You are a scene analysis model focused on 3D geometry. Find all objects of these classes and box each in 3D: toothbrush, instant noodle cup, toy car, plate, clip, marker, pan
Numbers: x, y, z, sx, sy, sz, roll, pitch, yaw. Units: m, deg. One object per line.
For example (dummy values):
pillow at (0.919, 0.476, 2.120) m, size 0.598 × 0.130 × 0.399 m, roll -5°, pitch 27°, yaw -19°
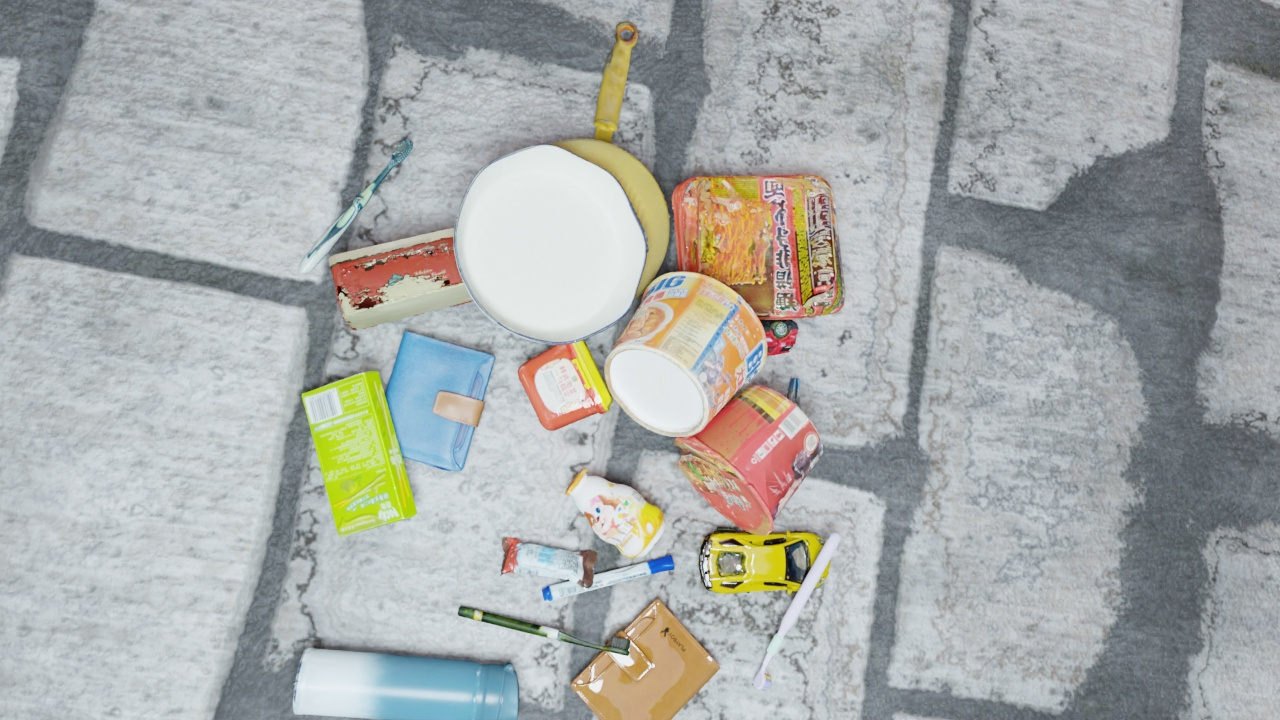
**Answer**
toothbrush at (-0.310, -0.170, 1.001) m, size 0.016 × 0.018 × 0.191 m, roll 37°, pitch 79°, yaw -3°
instant noodle cup at (0.121, 0.102, 0.979) m, size 0.108 × 0.138 × 0.138 m, roll -42°, pitch 90°, yaw -20°
toy car at (0.138, 0.220, 1.009) m, size 0.155 × 0.041 × 0.071 m, roll 3°, pitch 84°, yaw -10°
instant noodle cup at (0.041, 0.000, 0.951) m, size 0.151 × 0.152 × 0.111 m, roll 41°, pitch 51°, yaw -2°
toy car at (0.117, -0.027, 1.031) m, size 0.120 × 0.053 × 0.045 m, roll -1°, pitch 105°, yaw -13°
toothbrush at (0.171, 0.270, 0.993) m, size 0.021 × 0.029 × 0.189 m, roll 27°, pitch 93°, yaw 12°
toothbrush at (-0.101, 0.282, 0.964) m, size 0.186 × 0.012 × 0.017 m, roll 13°, pitch 69°, yaw 3°
plate at (-0.094, -0.115, 0.941) m, size 0.204 × 0.046 × 0.204 m, roll 4°, pitch 81°, yaw -26°
clip at (0.173, 0.048, 1.047) m, size 0.028 × 0.024 × 0.056 m, roll 4°, pitch 89°, yaw -5°
marker at (-0.034, 0.236, 0.993) m, size 0.145 × 0.017 × 0.017 m, roll -12°, pitch 85°, yaw -10°
pan at (-0.049, -0.224, 1.036) m, size 0.197 × 0.078 × 0.357 m, roll 14°, pitch 87°, yaw -10°
instant noodle cup at (0.127, -0.121, 1.031) m, size 0.188 × 0.079 × 0.164 m, roll -2°, pitch 82°, yaw -10°

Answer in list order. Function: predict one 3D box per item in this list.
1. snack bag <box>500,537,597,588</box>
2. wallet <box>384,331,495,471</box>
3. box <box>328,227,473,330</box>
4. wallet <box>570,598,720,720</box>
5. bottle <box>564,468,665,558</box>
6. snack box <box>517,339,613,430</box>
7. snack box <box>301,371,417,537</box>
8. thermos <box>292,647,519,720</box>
snack bag at (-0.099, 0.215, 0.979) m, size 0.105 × 0.026 × 0.045 m, roll 10°, pitch 46°, yaw -6°
wallet at (-0.221, 0.044, 0.979) m, size 0.106 × 0.040 × 0.133 m, roll 16°, pitch 82°, yaw -2°
box at (-0.231, -0.081, 0.965) m, size 0.168 × 0.091 × 0.078 m, roll -15°, pitch 82°, yaw -10°
wallet at (0.005, 0.336, 0.980) m, size 0.131 × 0.031 × 0.108 m, roll -42°, pitch 92°, yaw -13°
bottle at (-0.029, 0.161, 0.980) m, size 0.108 × 0.063 × 0.063 m, roll 38°, pitch 79°, yaw -2°
snack box at (-0.081, 0.026, 0.982) m, size 0.080 × 0.082 × 0.091 m, roll -26°, pitch 86°, yaw -1°
snack box at (-0.291, 0.097, 0.947) m, size 0.086 × 0.026 × 0.156 m, roll -19°, pitch 85°, yaw 20°
thermos at (-0.231, 0.332, 0.925) m, size 0.220 × 0.070 × 0.070 m, roll 8°, pitch 81°, yaw -8°
